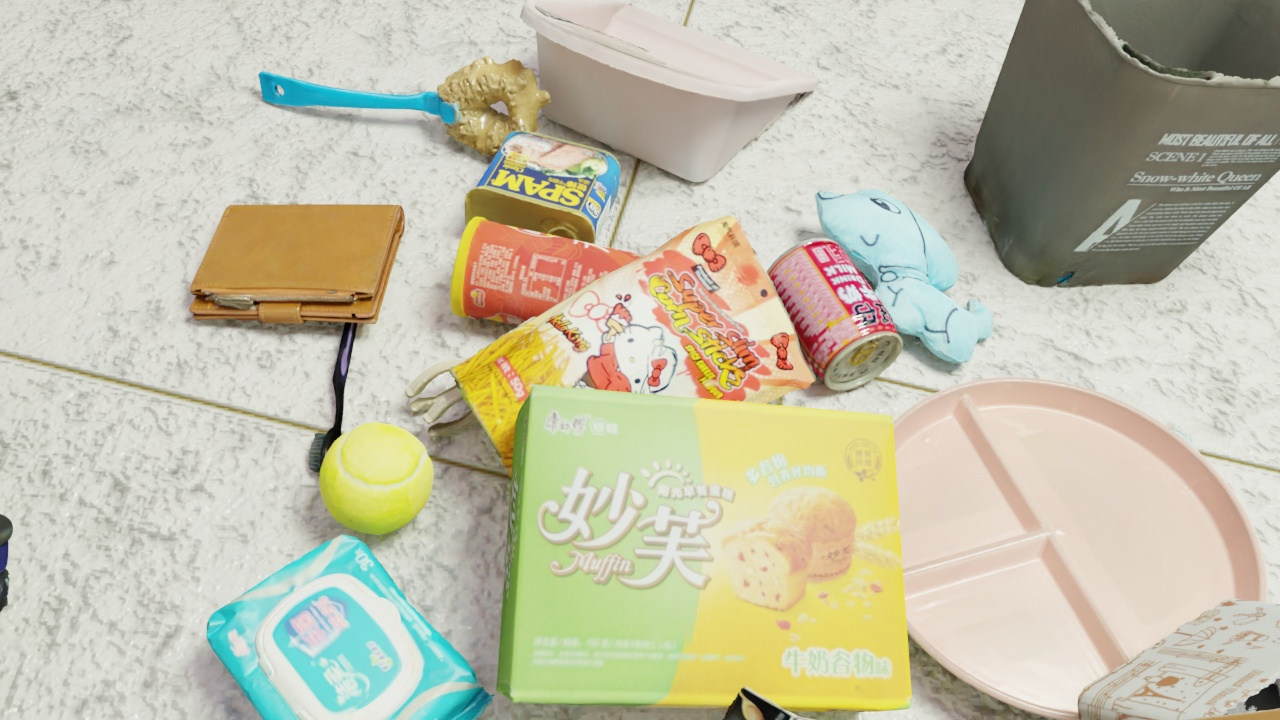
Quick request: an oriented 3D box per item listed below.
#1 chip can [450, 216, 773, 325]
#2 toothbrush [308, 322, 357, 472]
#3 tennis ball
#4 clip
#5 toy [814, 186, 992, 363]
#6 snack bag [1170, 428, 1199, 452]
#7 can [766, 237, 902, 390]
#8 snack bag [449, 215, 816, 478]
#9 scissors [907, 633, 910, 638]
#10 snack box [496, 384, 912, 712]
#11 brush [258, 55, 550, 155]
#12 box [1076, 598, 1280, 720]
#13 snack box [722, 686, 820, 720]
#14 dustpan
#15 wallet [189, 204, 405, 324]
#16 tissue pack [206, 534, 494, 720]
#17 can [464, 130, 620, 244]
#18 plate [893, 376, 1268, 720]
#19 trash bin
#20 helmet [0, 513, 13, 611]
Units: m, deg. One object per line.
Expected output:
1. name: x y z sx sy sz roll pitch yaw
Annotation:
1. chip can: -0.020 -0.045 0.642 0.216 0.073 0.073 12 52 3
2. toothbrush: -0.204 -0.002 0.626 0.017 0.014 0.188 -14 51 13
3. tennis ball: -0.155 0.069 0.541 0.065 0.066 0.065 3 52 -4
4. clip: -0.104 0.012 0.609 0.100 0.071 0.034 -32 57 -20
5. toy: 0.202 -0.076 0.704 0.161 0.050 0.155 26 45 -7
6. snack bag: 0.331 0.120 0.581 0.110 0.039 0.190 0 51 3
7. can: 0.136 -0.032 0.654 0.066 0.067 0.093 -15 56 -17
8. snack bag: -0.003 0.003 0.578 0.207 0.073 0.128 -28 85 -9
9. scissors: 0.199 0.144 0.562 0.166 0.012 0.156 23 55 12
10. snack box: 0.033 0.104 0.495 0.210 0.070 0.157 5 72 -12
11. brush: -0.198 -0.215 0.759 0.255 0.083 0.045 7 35 8
12. box: 0.312 0.208 0.376 0.154 0.188 0.183 -21 88 -22
13. snack box: 0.098 0.207 0.436 0.125 0.113 0.053 9 53 1
14. dustpan: 0.027 -0.269 0.777 0.222 0.139 0.272 24 54 12
15. wallet: -0.242 -0.071 0.654 0.132 0.031 0.107 0 52 3
16. tissue pack: -0.152 0.163 0.480 0.133 0.050 0.093 40 57 21
17. can: -0.073 -0.127 0.708 0.102 0.057 0.083 15 50 5
18. plate: 0.247 0.107 0.556 0.229 0.028 0.229 -3 50 4
19. trash bin: 0.375 -0.184 0.703 0.199 0.220 0.198 -2 52 -9
20. helmet: -0.404 0.092 0.381 0.314 0.248 0.240 -32 105 -20
